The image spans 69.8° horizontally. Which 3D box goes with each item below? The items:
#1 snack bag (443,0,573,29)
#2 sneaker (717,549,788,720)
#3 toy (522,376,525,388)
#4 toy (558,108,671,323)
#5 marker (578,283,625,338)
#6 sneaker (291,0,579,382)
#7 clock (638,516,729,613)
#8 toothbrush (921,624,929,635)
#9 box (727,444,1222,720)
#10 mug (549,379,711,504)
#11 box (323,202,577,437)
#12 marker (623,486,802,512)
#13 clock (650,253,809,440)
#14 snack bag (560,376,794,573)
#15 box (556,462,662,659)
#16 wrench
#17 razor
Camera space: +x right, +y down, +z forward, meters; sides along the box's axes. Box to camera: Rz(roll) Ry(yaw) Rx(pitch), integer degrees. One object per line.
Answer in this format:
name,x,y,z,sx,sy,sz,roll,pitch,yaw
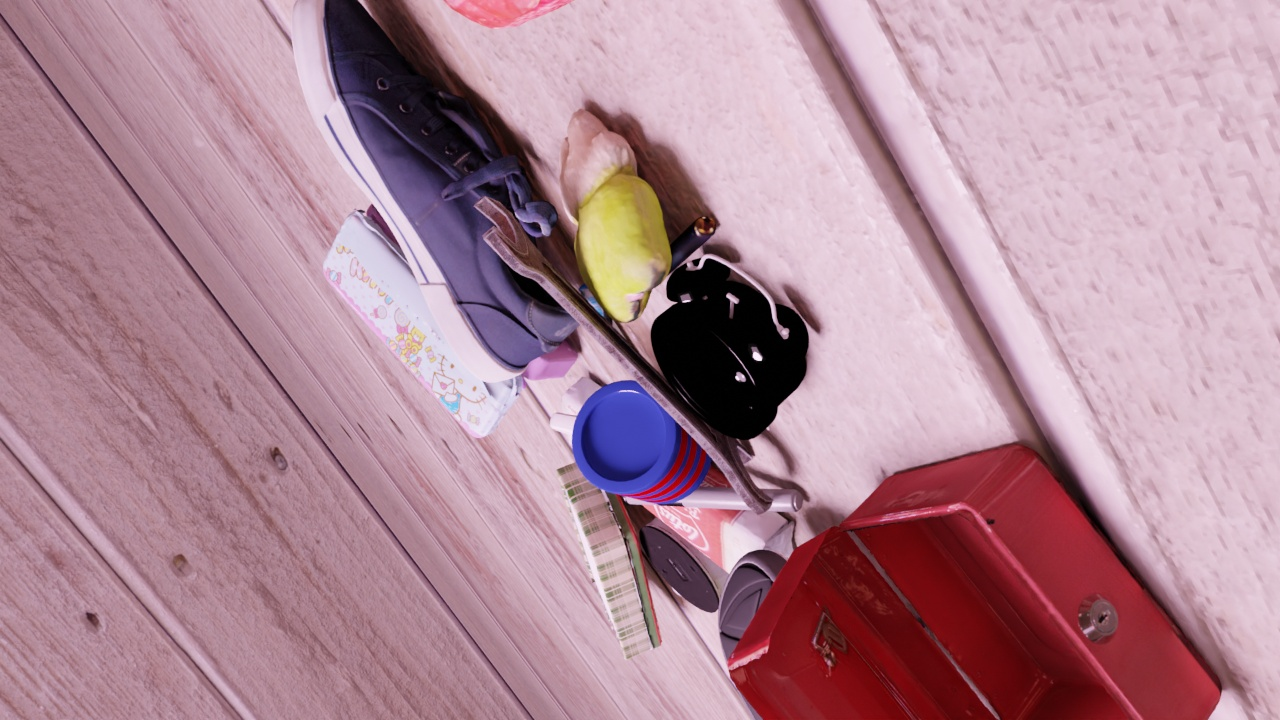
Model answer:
snack bag,-0.042,-0.191,0.394,0.177,0.082,0.082,11,134,57
sneaker,0.163,0.226,0.575,0.093,0.160,0.256,-58,47,38
toy,-0.136,-0.016,0.827,0.088,0.055,0.106,23,134,40
toy,-0.018,-0.085,0.525,0.092,0.043,0.117,126,125,-64
marker,-0.004,0.004,0.675,0.142,0.013,0.013,56,156,-11
sneaker,-0.123,-0.135,0.623,0.127,0.120,0.294,-27,97,22
clock,0.040,0.174,0.807,0.094,0.035,0.123,52,157,-1
toothbrush,0.175,0.221,0.662,0.016,0.015,0.187,40,154,21
box,0.168,0.136,0.454,0.166,0.151,0.157,-41,90,29
mug,-0.014,0.054,0.636,0.112,0.075,0.076,13,172,25
box,-0.163,-0.036,0.757,0.214,0.093,0.089,44,-163,15
marker,0.048,0.097,0.650,0.141,0.016,0.016,-4,124,36
clock,0.052,-0.009,0.521,0.091,0.042,0.121,38,153,27
snack bag,0.024,0.096,0.723,0.225,0.041,0.078,35,149,34
box,-0.026,0.194,0.892,0.117,0.050,0.206,-122,14,-45
wrench,-0.002,0.004,0.555,0.273,0.010,0.070,45,-163,-27
razor,0.010,-0.056,0.561,0.145,0.022,0.042,152,117,-61
